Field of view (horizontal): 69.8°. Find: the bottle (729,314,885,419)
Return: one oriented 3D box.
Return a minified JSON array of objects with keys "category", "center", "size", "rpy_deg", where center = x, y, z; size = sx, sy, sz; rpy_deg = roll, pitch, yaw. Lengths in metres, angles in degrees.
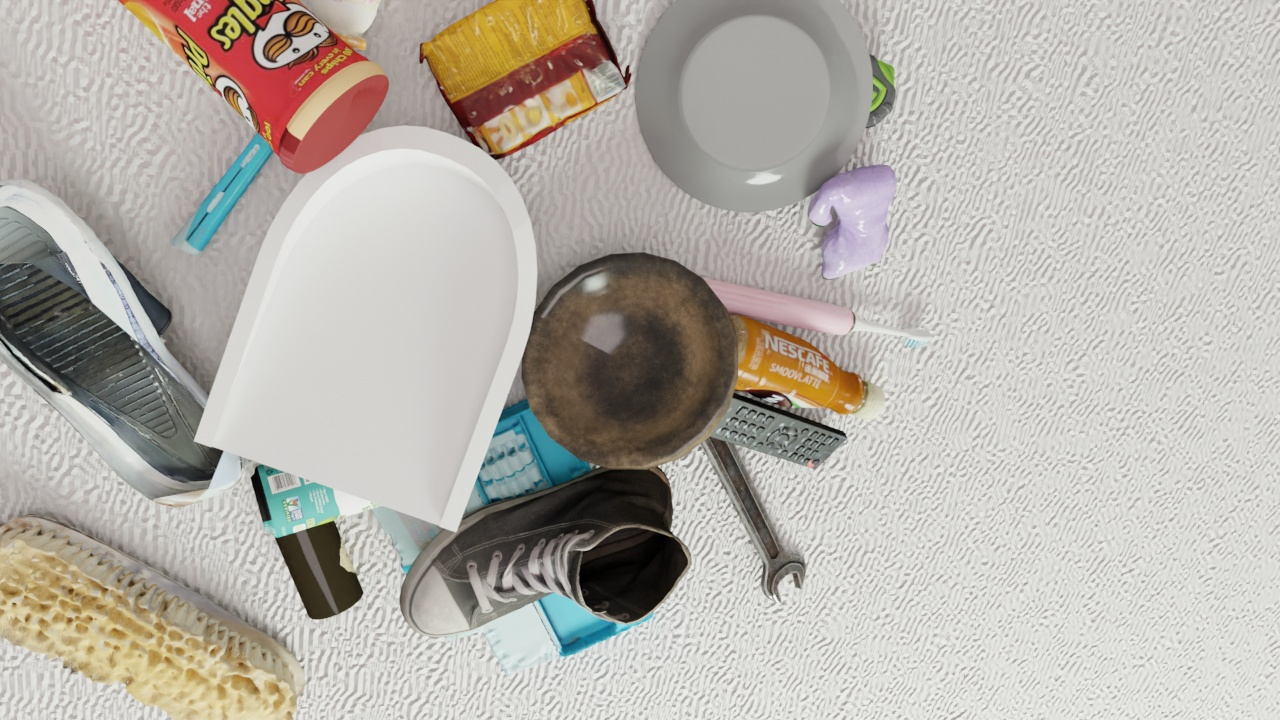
[{"category":"bottle","center":[0.133,0.013,0.767],"size":[0.167,0.059,0.059],"rpy_deg":[19,102,-25]}]

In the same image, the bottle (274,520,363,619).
[{"category":"bottle","center":[-0.272,0.112,0.721],"size":[0.045,0.045,0.184],"rpy_deg":[-19,103,-6]}]

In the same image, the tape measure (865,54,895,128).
[{"category":"tape measure","center":[0.164,-0.210,0.715],"size":[0.065,0.036,0.058],"rpy_deg":[24,92,-14]}]

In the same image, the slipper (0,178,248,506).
[{"category":"slipper","center":[-0.377,-0.008,0.654],"size":[0.111,0.063,0.264],"rpy_deg":[-23,119,6]}]

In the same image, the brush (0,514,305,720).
[{"category":"brush","center":[-0.390,0.217,0.722],"size":[0.271,0.056,0.083],"rpy_deg":[39,97,-19]}]

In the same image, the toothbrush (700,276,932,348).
[{"category":"toothbrush","center":[0.145,-0.037,0.769],"size":[0.222,0.027,0.027],"rpy_deg":[11,137,-14]}]

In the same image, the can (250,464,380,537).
[{"category":"can","center":[-0.233,0.092,0.685],"size":[0.101,0.055,0.055],"rpy_deg":[-15,110,-24]}]

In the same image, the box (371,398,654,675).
[{"category":"box","center":[-0.109,0.159,0.772],"size":[0.181,0.039,0.227],"rpy_deg":[-23,110,-3]}]

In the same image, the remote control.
[{"category":"remote control","center":[0.107,0.055,0.775],"size":[0.150,0.022,0.047],"rpy_deg":[20,124,-31]}]

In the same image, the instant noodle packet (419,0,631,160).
[{"category":"instant noodle packet","center":[-0.080,-0.213,0.662],"size":[0.135,0.039,0.098],"rpy_deg":[-29,111,0]}]

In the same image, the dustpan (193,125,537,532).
[{"category":"dustpan","center":[-0.175,-0.032,0.643],"size":[0.191,0.053,0.257],"rpy_deg":[20,83,-5]}]

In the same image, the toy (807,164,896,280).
[{"category":"toy","center":[0.167,-0.110,0.733],"size":[0.080,0.036,0.100],"rpy_deg":[-17,135,-17]}]

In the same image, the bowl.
[{"category":"bowl","center":[-0.004,0.004,0.699],"size":[0.162,0.070,0.162],"rpy_deg":[-2,80,11]}]

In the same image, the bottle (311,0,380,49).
[{"category":"bottle","center":[-0.192,-0.265,0.609],"size":[0.063,0.063,0.109],"rpy_deg":[8,105,-14]}]

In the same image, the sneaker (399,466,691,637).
[{"category":"sneaker","center":[-0.076,0.163,0.700],"size":[0.234,0.120,0.095],"rpy_deg":[-19,108,-3]}]

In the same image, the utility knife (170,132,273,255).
[{"category":"utility knife","center":[-0.288,-0.134,0.657],"size":[0.022,0.015,0.141],"rpy_deg":[38,95,6]}]

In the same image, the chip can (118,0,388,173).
[{"category":"chip can","center":[-0.265,-0.221,0.571],"size":[0.213,0.087,0.087],"rpy_deg":[43,95,-5]}]

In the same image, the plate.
[{"category":"plate","center":[0.085,-0.200,0.690],"size":[0.178,0.012,0.178],"rpy_deg":[1,110,3]}]

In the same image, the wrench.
[{"category":"wrench","center":[0.082,0.103,0.795],"size":[0.069,0.010,0.273],"rpy_deg":[-40,115,-29]}]
